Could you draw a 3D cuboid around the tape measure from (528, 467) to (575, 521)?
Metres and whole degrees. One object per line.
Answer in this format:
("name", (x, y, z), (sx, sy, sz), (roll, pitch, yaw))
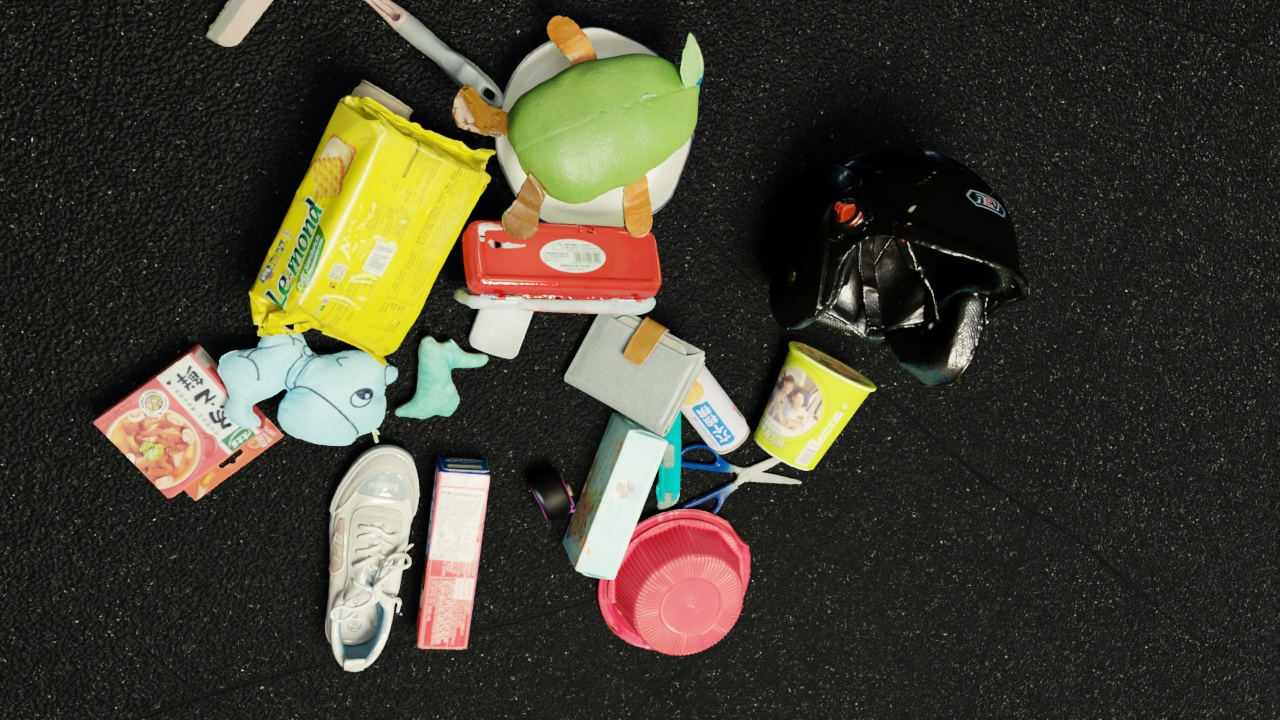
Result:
("tape measure", (-0.097, 0.148, 1.022), (0.039, 0.058, 0.057), (-26, 106, -10))

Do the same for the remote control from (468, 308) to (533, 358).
("remote control", (-0.137, -0.071, 0.977), (0.056, 0.020, 0.136), (18, 97, -21))

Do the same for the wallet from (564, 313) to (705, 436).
("wallet", (-0.006, 0.006, 0.991), (0.130, 0.037, 0.106), (29, 95, 17))

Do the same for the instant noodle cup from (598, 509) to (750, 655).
("instant noodle cup", (0.050, 0.275, 1.085), (0.193, 0.066, 0.194), (-5, 108, -15))

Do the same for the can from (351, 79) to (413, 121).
("can", (-0.272, -0.206, 0.885), (0.058, 0.058, 0.116), (30, 93, -20))

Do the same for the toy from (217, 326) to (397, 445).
("toy", (-0.326, 0.031, 0.920), (0.161, 0.050, 0.156), (-38, 113, -23))

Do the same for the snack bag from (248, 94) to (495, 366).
("snack bag", (-0.250, -0.117, 0.868), (0.158, 0.068, 0.247), (19, 103, -51))

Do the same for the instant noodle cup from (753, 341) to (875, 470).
("instant noodle cup", (0.193, 0.057, 1.065), (0.111, 0.111, 0.123), (23, 104, -20))

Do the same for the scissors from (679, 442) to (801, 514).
("scissors", (0.112, 0.136, 1.105), (0.162, 0.012, 0.163), (-45, 111, -3))

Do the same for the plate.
("plate", (-0.050, -0.233, 0.951), (0.204, 0.045, 0.205), (-4, 104, -16))

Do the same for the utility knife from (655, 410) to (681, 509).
("utility knife", (0.032, 0.097, 1.046), (0.029, 0.013, 0.187), (-2, 119, -2))

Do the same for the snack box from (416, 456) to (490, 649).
("snack box", (-0.205, 0.209, 1.006), (0.058, 0.057, 0.207), (7, 101, -15))

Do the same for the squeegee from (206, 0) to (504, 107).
("squeegee", (-0.232, -0.326, 0.875), (0.249, 0.040, 0.248), (38, 99, -15))

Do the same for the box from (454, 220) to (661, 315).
("box", (-0.086, -0.080, 0.939), (0.201, 0.099, 0.095), (0, 70, -22))

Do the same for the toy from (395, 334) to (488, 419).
("toy", (-0.210, 0.017, 0.973), (0.096, 0.030, 0.092), (-1, 105, -22))

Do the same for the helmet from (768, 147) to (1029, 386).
("helmet", (0.267, -0.111, 0.959), (0.233, 0.275, 0.229), (18, 70, -30))

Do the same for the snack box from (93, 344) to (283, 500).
("snack box", (-0.443, 0.069, 0.908), (0.113, 0.044, 0.127), (-38, 110, -5))

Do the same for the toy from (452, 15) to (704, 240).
("toy", (-0.046, -0.223, 0.883), (0.246, 0.090, 0.227), (-24, 98, -14))

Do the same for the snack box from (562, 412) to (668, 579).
("snack box", (-0.030, 0.151, 1.033), (0.051, 0.074, 0.175), (18, 97, -19))

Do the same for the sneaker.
("sneaker", (-0.287, 0.210, 0.964), (0.089, 0.091, 0.242), (9, 100, -19))

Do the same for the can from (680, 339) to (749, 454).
("can", (0.068, 0.043, 1.046), (0.053, 0.053, 0.134), (-40, 110, -4))
